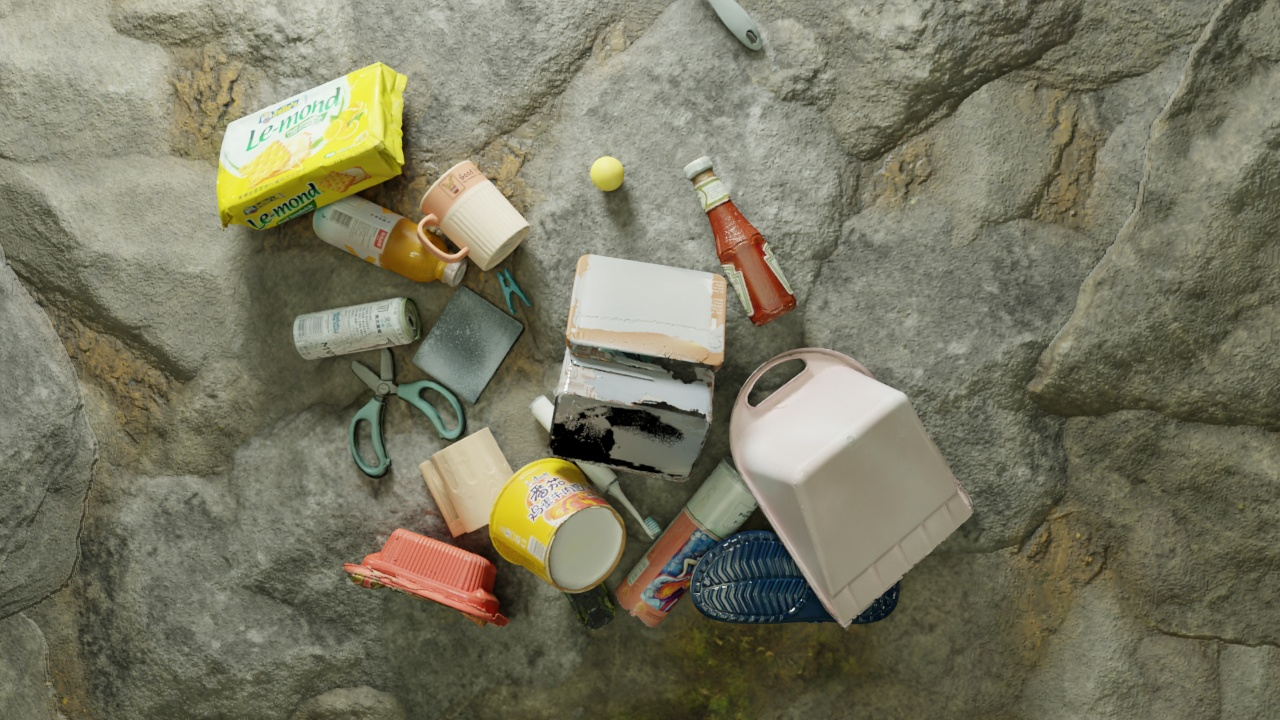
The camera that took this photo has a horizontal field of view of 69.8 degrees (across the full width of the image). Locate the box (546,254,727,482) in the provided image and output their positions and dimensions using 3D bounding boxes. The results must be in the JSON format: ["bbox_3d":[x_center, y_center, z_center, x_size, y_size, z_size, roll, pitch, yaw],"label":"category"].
[{"bbox_3d":[-0.006,0.014,1.069,0.180,0.158,0.207,9,56,-4],"label":"box"}]

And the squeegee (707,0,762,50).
[{"bbox_3d":[0.054,-0.453,1.060,0.247,0.039,0.246,-42,89,9],"label":"squeegee"}]

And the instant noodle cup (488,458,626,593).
[{"bbox_3d":[-0.090,0.196,1.064,0.137,0.110,0.138,-13,113,-33],"label":"instant noodle cup"}]

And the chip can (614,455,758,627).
[{"bbox_3d":[0.060,0.217,1.098,0.071,0.071,0.215,39,99,3],"label":"chip can"}]

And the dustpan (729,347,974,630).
[{"bbox_3d":[0.231,0.124,1.064,0.222,0.139,0.273,-33,115,-16],"label":"dustpan"}]

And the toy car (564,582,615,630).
[{"bbox_3d":[-0.069,0.281,1.140,0.048,0.032,0.105,-32,79,9],"label":"toy car"}]

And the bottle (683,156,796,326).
[{"bbox_3d":[0.112,-0.140,1.069,0.060,0.059,0.206,-28,91,8],"label":"bottle"}]

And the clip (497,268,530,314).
[{"bbox_3d":[-0.159,-0.086,1.129,0.039,0.013,0.056,-28,90,8],"label":"clip"}]

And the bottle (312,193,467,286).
[{"bbox_3d":[-0.302,-0.144,1.115,0.189,0.068,0.068,25,97,4],"label":"bottle"}]

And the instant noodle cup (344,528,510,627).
[{"bbox_3d":[-0.244,0.262,1.107,0.189,0.165,0.079,19,73,5],"label":"instant noodle cup"}]

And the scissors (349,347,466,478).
[{"bbox_3d":[-0.314,0.078,1.160,0.170,0.019,0.181,35,99,2],"label":"scissors"}]

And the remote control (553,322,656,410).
[{"bbox_3d":[-0.043,0.016,1.120,0.135,0.019,0.056,-42,89,8],"label":"remote control"}]

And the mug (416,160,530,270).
[{"bbox_3d":[-0.205,-0.161,1.085,0.106,0.082,0.114,46,63,0],"label":"mug"}]

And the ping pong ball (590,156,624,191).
[{"bbox_3d":[-0.039,-0.221,1.090,0.040,0.040,0.040,1,95,7],"label":"ping pong ball"}]

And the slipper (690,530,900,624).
[{"bbox_3d":[0.178,0.256,1.082,0.252,0.095,0.105,5,80,-10],"label":"slipper"}]

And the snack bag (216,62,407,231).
[{"bbox_3d":[-0.387,-0.247,1.089,0.247,0.068,0.157,-18,54,9],"label":"snack bag"}]

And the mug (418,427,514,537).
[{"bbox_3d":[-0.212,0.153,1.130,0.125,0.084,0.103,-28,89,35],"label":"mug"}]

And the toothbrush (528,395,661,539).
[{"bbox_3d":[-0.055,0.130,1.111,0.026,0.027,0.221,-43,80,-2],"label":"toothbrush"}]

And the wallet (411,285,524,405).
[{"bbox_3d":[-0.214,-0.020,1.141,0.097,0.019,0.121,34,96,1],"label":"wallet"}]

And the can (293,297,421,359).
[{"bbox_3d":[-0.350,-0.040,1.134,0.147,0.058,0.058,-9,93,7],"label":"can"}]

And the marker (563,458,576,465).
[{"bbox_3d":[-0.098,0.139,1.139,0.018,0.015,0.124,40,96,0],"label":"marker"}]
